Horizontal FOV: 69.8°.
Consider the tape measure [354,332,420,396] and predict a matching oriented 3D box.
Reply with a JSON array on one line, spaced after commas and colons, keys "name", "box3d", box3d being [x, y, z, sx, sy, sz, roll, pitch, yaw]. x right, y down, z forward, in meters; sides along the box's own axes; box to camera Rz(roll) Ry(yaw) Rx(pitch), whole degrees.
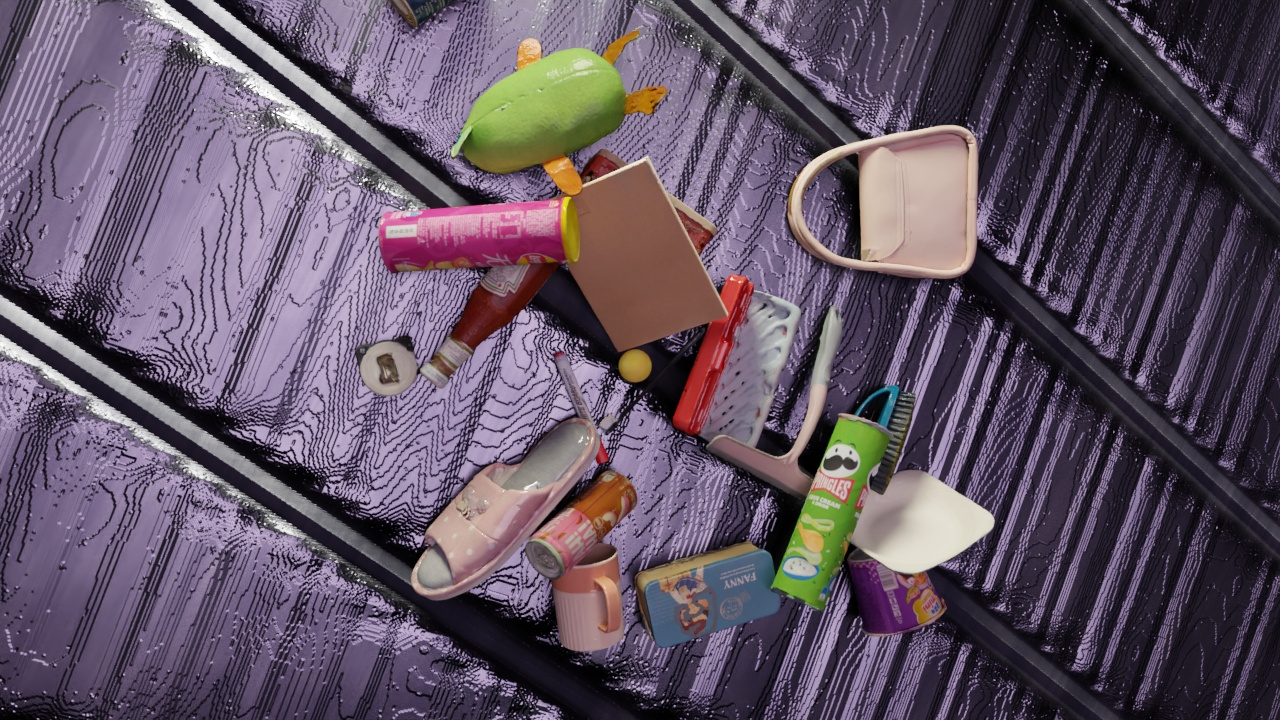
[{"name": "tape measure", "box3d": [-0.286, 0.008, 1.045, 0.065, 0.033, 0.066, -16, 97, -11]}]

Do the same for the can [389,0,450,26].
[{"name": "can", "box3d": [-0.230, -0.431, 1.011, 0.111, 0.075, 0.075, -41, 102, -8]}]

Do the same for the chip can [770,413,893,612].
[{"name": "chip can", "box3d": [0.234, 0.185, 1.123, 0.072, 0.072, 0.236, 26, 81, -14]}]

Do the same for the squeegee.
[{"name": "squeegee", "box3d": [0.217, 0.043, 1.154, 0.247, 0.040, 0.249, 29, 75, -34]}]

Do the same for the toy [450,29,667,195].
[{"name": "toy", "box3d": [-0.095, -0.282, 1.028, 0.247, 0.090, 0.226, -21, 62, 7]}]

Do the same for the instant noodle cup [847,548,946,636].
[{"name": "instant noodle cup", "box3d": [0.323, 0.287, 1.186, 0.111, 0.112, 0.099, -20, 88, -12]}]

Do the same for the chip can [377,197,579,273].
[{"name": "chip can", "box3d": [-0.176, -0.136, 1.008, 0.211, 0.071, 0.071, -3, 94, 9]}]

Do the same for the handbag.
[{"name": "handbag", "box3d": [0.305, -0.196, 1.167, 0.234, 0.093, 0.193, -4, 95, -6]}]

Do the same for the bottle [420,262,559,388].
[{"name": "bottle", "box3d": [-0.175, -0.056, 1.056, 0.060, 0.060, 0.206, 40, 84, -13]}]

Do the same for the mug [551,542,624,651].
[{"name": "mug", "box3d": [-0.055, 0.282, 1.081, 0.081, 0.115, 0.106, -10, 98, -29]}]

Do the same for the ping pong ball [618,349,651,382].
[{"name": "ping pong ball", "box3d": [-0.007, 0.006, 1.112, 0.040, 0.040, 0.040, -1, 94, -14]}]

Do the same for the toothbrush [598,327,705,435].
[{"name": "toothbrush", "box3d": [0.014, 0.024, 1.101, 0.018, 0.015, 0.181, 44, 104, -4]}]

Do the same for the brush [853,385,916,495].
[{"name": "brush", "box3d": [0.306, 0.099, 1.192, 0.073, 0.055, 0.144, 18, 86, 11]}]

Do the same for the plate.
[{"name": "plate", "box3d": [0.338, 0.209, 1.154, 0.164, 0.163, 0.034, -22, 120, -20]}]

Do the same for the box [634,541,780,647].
[{"name": "box", "box3d": [0.088, 0.288, 1.145, 0.184, 0.060, 0.090, -15, 98, -11]}]

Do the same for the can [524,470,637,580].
[{"name": "can", "box3d": [-0.066, 0.189, 1.067, 0.146, 0.058, 0.058, -39, 104, -43]}]

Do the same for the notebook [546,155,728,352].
[{"name": "notebook", "box3d": [-0.010, -0.113, 1.049, 0.150, 0.012, 0.211, -18, 119, 24]}]

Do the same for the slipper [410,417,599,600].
[{"name": "slipper", "box3d": [-0.159, 0.162, 1.052, 0.274, 0.114, 0.054, -43, 126, -10]}]

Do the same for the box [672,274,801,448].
[{"name": "box", "box3d": [0.124, 0.007, 1.122, 0.098, 0.119, 0.201, 20, 87, 13]}]

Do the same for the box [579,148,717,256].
[{"name": "box", "box3d": [-0.004, -0.165, 1.076, 0.168, 0.091, 0.076, 32, 82, -14]}]

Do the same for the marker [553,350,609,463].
[{"name": "marker", "box3d": [-0.072, 0.057, 1.112, 0.017, 0.017, 0.145, -24, 99, -12]}]
